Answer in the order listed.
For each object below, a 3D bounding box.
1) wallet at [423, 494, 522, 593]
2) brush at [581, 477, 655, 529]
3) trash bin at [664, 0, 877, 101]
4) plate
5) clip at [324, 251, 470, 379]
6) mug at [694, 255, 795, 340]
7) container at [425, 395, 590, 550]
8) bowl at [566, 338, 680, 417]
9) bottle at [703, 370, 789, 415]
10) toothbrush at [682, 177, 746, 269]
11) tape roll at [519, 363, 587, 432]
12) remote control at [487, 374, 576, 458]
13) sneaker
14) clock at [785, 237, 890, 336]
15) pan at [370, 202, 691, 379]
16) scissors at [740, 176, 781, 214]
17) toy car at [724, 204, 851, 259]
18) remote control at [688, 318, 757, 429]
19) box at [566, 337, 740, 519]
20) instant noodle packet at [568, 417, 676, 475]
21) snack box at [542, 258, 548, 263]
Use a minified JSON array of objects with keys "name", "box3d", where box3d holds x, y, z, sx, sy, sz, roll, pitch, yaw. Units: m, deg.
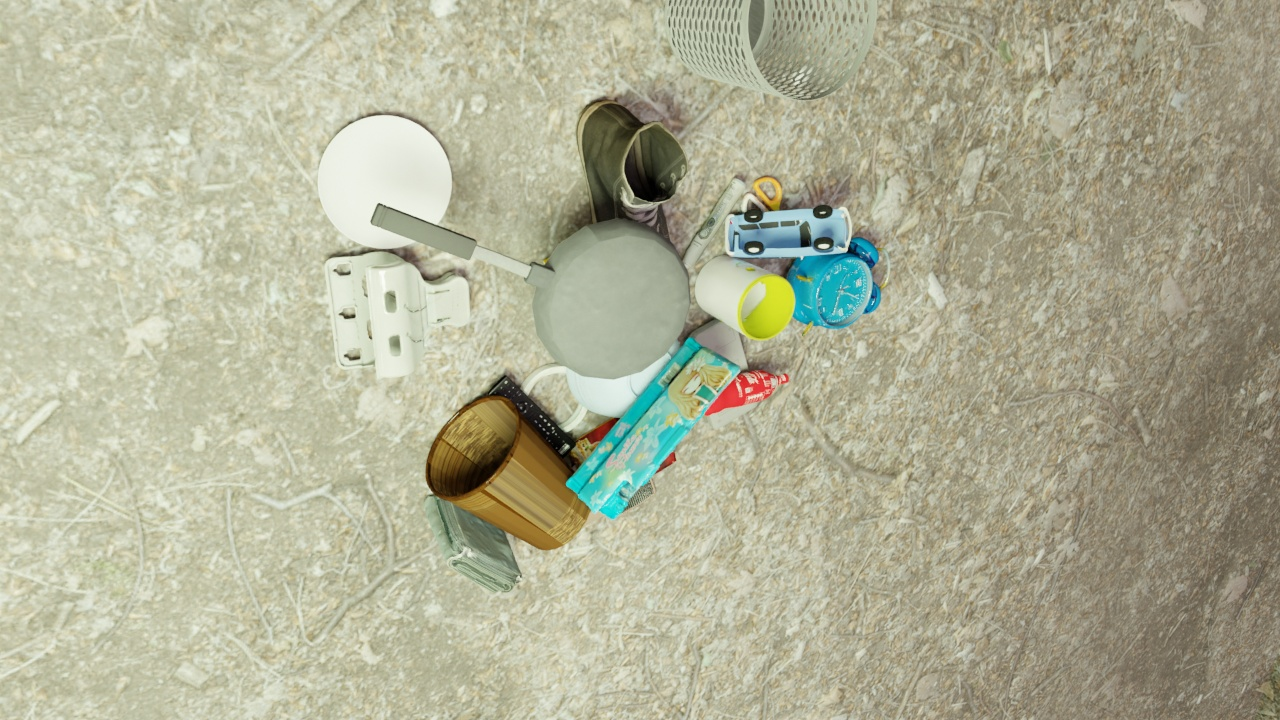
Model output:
[{"name":"wallet","box3d":[-0.195,0.208,1.065,0.100,0.131,0.054,37,94,-34]},{"name":"brush","box3d":[-0.040,0.194,1.216,0.135,0.015,0.050,-29,121,-16]},{"name":"trash bin","box3d":[0.128,-0.365,0.972,0.156,0.183,0.157,-11,115,-25]},{"name":"plate","box3d":[-0.260,-0.181,0.937,0.134,0.011,0.135,-11,115,-25]},{"name":"clip","box3d":[-0.246,-0.048,0.961,0.151,0.104,0.127,-6,116,-16]},{"name":"mug","box3d":[0.128,-0.080,1.139,0.082,0.106,0.083,-11,115,-25]},{"name":"container","box3d":[-0.145,0.141,1.073,0.132,0.132,0.167,-47,131,-4]},{"name":"bowl","box3d":[-0.007,0.006,1.110,0.150,0.075,0.151,-13,114,-32]},{"name":"bottle","box3d":[0.134,0.038,1.206,0.141,0.042,0.042,-13,116,-24]},{"name":"toothbrush","box3d":[0.072,-0.143,1.133,0.185,0.022,0.024,-55,165,2]},{"name":"tape roll","box3d":[-0.106,0.049,1.119,0.093,0.013,0.093,-11,114,-25]},{"name":"remote control","box3d":[-0.128,0.071,1.099,0.030,0.009,0.140,-45,124,-6]},{"name":"sneaker","box3d":[0.005,-0.167,1.027,0.095,0.120,0.235,-22,122,-20]},{"name":"clock","box3d":[0.270,-0.105,1.236,0.161,0.060,0.117,-25,120,-20]},{"name":"pan","box3d":[-0.097,-0.083,0.927,0.356,0.041,0.179,19,104,-30]},{"name":"scissors","box3d":[0.176,-0.179,1.181,0.065,0.013,0.128,-48,124,-2]},{"name":"toy car","box3d":[0.182,-0.155,1.132,0.055,0.153,0.056,58,32,-69]},{"name":"remote control","box3d":[0.107,0.016,1.220,0.074,0.019,0.151,-29,122,-16]},{"name":"box","box3d":[0.013,0.079,1.050,0.084,0.171,0.227,40,87,6]},{"name":"instant noodle packet","box3d":[-0.024,0.121,1.181,0.135,0.040,0.098,-30,115,-15]},{"name":"snack box","box3d":[-0.053,-0.081,1.037,0.061,0.106,0.084,-32,122,-9]}]
